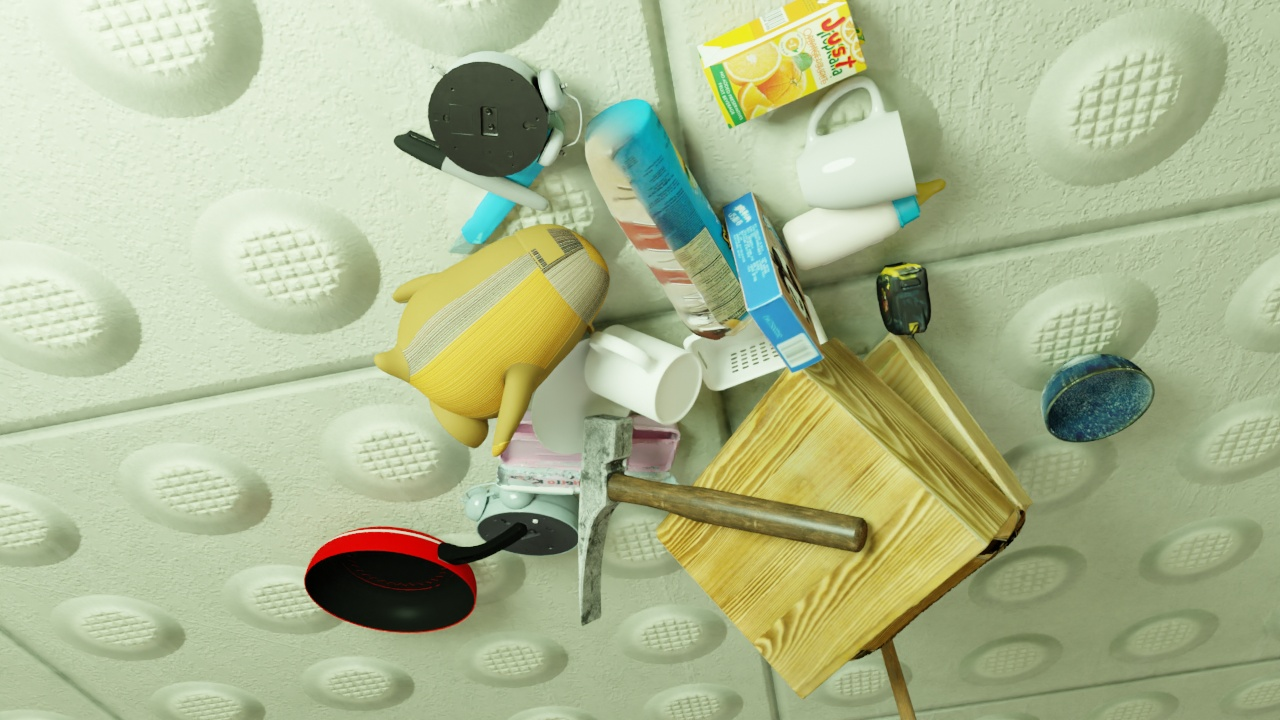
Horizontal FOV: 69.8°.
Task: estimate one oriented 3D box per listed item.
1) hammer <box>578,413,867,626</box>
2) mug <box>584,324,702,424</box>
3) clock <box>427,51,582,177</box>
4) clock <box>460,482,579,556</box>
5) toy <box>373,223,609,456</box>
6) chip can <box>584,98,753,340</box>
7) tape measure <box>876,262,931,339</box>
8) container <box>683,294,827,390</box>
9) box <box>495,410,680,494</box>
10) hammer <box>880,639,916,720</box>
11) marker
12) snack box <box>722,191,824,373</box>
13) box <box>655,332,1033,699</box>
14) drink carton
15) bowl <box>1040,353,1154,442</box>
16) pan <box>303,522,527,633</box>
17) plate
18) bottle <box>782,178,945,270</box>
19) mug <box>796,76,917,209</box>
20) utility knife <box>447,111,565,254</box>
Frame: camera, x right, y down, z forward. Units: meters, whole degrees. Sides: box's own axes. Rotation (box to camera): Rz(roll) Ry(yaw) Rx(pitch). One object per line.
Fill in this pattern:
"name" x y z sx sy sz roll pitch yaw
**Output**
"hammer" 0.066 0.177 0.880 0.301 0.218 0.037 6 -174 33
"mug" -0.005 0.005 0.883 0.073 0.090 0.110 -60 144 -10
"clock" -0.108 -0.196 0.733 0.122 0.035 0.095 5 127 -1
"clock" -0.137 0.180 1.074 0.123 0.045 0.159 -20 137 30
"toy" -0.118 -0.036 0.832 0.203 0.198 0.162 -40 155 5
"chip can" 0.029 -0.116 0.807 0.080 0.079 0.229 -24 130 16
"tape measure" 0.254 -0.059 0.884 0.042 0.072 0.071 -15 105 2
"container" 0.112 -0.030 0.912 0.129 0.049 0.081 -21 132 14
"box" -0.056 0.117 1.005 0.202 0.095 0.088 4 135 -9
"hammer" 0.289 0.328 1.084 0.162 0.317 0.083 8 132 -13
"marker" -0.141 -0.160 0.775 0.138 0.016 0.022 22 128 -11
"snack box" 0.114 -0.070 0.804 0.034 0.151 0.087 -26 130 17
"box" 0.218 0.153 0.931 0.214 0.257 0.280 -19 151 -50
"drink carton" 0.113 -0.239 0.720 0.123 0.041 0.058 -21 132 14
"bowl" 0.486 0.030 0.997 0.114 0.060 0.115 -4 134 -4
"pan" -0.255 0.245 1.106 0.357 0.067 0.209 -32 128 31
"plate" -0.057 0.035 0.944 0.134 0.011 0.135 -21 127 -31
"bottle" 0.203 -0.129 0.826 0.146 0.051 0.051 -23 131 16
"mug" 0.176 -0.180 0.774 0.089 0.071 0.107 -13 106 19
"utility knife" -0.118 -0.150 0.800 0.031 0.015 0.174 30 121 -25
